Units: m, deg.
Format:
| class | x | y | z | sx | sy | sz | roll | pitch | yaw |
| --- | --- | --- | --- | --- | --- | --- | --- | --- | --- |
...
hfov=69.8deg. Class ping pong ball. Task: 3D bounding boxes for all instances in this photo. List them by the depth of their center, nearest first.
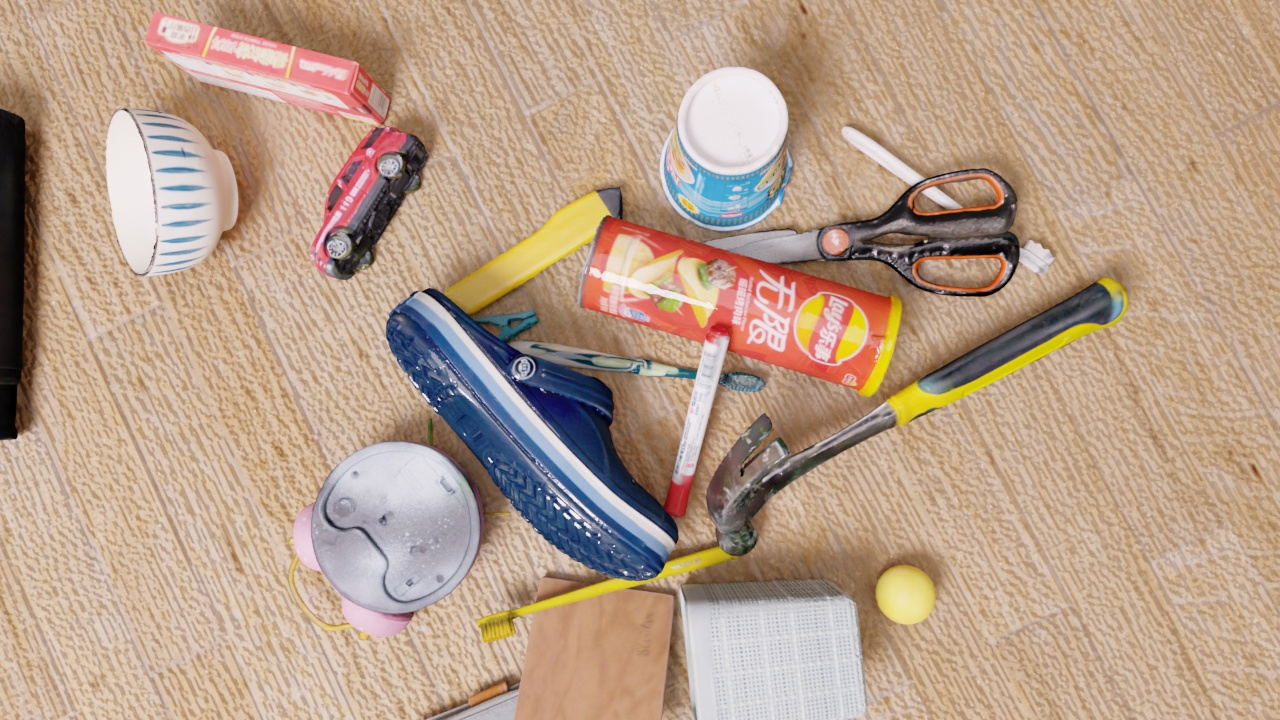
| class | x | y | z | sx | sy | sz | roll | pitch | yaw |
| --- | --- | --- | --- | --- | --- | --- | --- | --- | --- |
| ping pong ball | 0.184 | 0.163 | 0.638 | 0.040 | 0.040 | 0.040 | 0 | 86 | 3 |

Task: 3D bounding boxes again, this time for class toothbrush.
| class | x | y | z | sx | sy | sz | roll | pitch | yaw |
| --- | --- | --- | --- | --- | --- | --- | --- | --- | --- |
| toothbrush | -0.020 | 0.162 | 0.645 | 0.190 | 0.016 | 0.016 | -15 | 64 | -8 |
| toothbrush | 0.223 | -0.120 | 0.668 | 0.180 | 0.016 | 0.016 | 35 | 81 | 4 |
| toothbrush | -0.004 | 0.004 | 0.669 | 0.191 | 0.018 | 0.016 | 8 | 87 | 3 |

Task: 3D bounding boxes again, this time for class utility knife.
| class | x | y | z | sx | sy | sz | roll | pitch | yaw |
| --- | --- | --- | --- | --- | --- | --- | --- | --- | --- |
| utility knife | -0.087 | -0.076 | 0.680 | 0.176 | 0.015 | 0.033 | -32 | 80 | 2 |

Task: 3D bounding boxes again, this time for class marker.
| class | x | y | z | sx | sy | sz | roll | pitch | yaw |
| --- | --- | --- | --- | --- | --- | --- | --- | --- | --- |
| marker | 0.039 | 0.044 | 0.635 | 0.017 | 0.017 | 0.145 | 14 | 113 | 4 |

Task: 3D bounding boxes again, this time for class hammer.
| class | x | y | z | sx | sy | sz | roll | pitch | yaw |
| --- | --- | --- | --- | --- | --- | --- | --- | --- | --- |
| hammer | 0.189 | 0.027 | 0.619 | 0.323 | 0.126 | 0.032 | -27 | 58 | -7 |

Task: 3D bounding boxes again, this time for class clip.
| class | x | y | z | sx | sy | sz | roll | pitch | yaw |
| --- | --- | --- | --- | --- | --- | --- | --- | --- | --- |
| clip | -0.102 | -0.024 | 0.679 | 0.055 | 0.013 | 0.034 | -17 | 86 | 4 |

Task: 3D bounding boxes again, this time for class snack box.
| class | x | y | z | sx | sy | sz | roll | pitch | yaw |
| --- | --- | --- | --- | --- | --- | --- | --- | --- | --- |
| snack box | -0.267 | -0.210 | 0.668 | 0.153 | 0.075 | 0.025 | 15 | 87 | 4 |

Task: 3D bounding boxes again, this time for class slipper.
| class | x | y | z | sx | sy | sz | roll | pitch | yaw |
| --- | --- | --- | --- | --- | --- | --- | --- | --- | --- |
| slipper | -0.068 | 0.044 | 0.636 | 0.253 | 0.105 | 0.095 | 45 | 67 | 1 |

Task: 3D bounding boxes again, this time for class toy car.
| class | x | y | z | sx | sy | sz | roll | pitch | yaw |
| --- | --- | --- | --- | --- | --- | --- | --- | --- | --- |
| toy car | -0.202 | -0.116 | 0.671 | 0.045 | 0.053 | 0.120 | 28 | 85 | 6 |

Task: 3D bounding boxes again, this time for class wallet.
| class | x | y | z | sx | sy | sz | roll | pitch | yaw |
| --- | --- | --- | --- | --- | --- | --- | --- | --- | --- |
| wallet | -0.031 | 0.212 | 0.639 | 0.101 | 0.020 | 0.115 | 7 | 63 | 2 |
| wallet | -0.090 | 0.282 | 0.644 | 0.129 | 0.037 | 0.106 | -20 | 73 | -7 |

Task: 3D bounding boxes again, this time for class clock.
| class | x | y | z | sx | sy | sz | roll | pitch | yaw |
| --- | --- | --- | --- | --- | --- | --- | --- | --- | --- |
| clock | -0.180 | 0.127 | 0.650 | 0.158 | 0.060 | 0.117 | -40 | 86 | -2 |

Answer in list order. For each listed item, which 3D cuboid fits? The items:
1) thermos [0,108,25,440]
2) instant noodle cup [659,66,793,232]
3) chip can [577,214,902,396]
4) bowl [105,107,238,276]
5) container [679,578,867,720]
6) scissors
| class | x | y | z | sx | sy | sz | roll | pitch | yaw |
| --- | --- | --- | --- | --- | --- | --- | --- | --- | --- |
| thermos | -0.504 | -0.062 | 0.672 | 0.090 | 0.068 | 0.242 | -1 | 86 | -2 |
| instant noodle cup | 0.061 | -0.148 | 0.630 | 0.099 | 0.110 | 0.099 | 0 | 85 | 3 |
| chip can | 0.068 | -0.040 | 0.642 | 0.216 | 0.073 | 0.073 | 18 | 87 | 4 |
| bowl | -0.333 | -0.121 | 0.660 | 0.066 | 0.117 | 0.116 | -11 | 84 | -42 |
| container | 0.087 | 0.195 | 0.619 | 0.111 | 0.090 | 0.090 | -6 | 86 | -1 |
| scissors | 0.155 | -0.071 | 0.661 | 0.235 | 0.021 | 0.139 | -24 | 93 | 10 |
